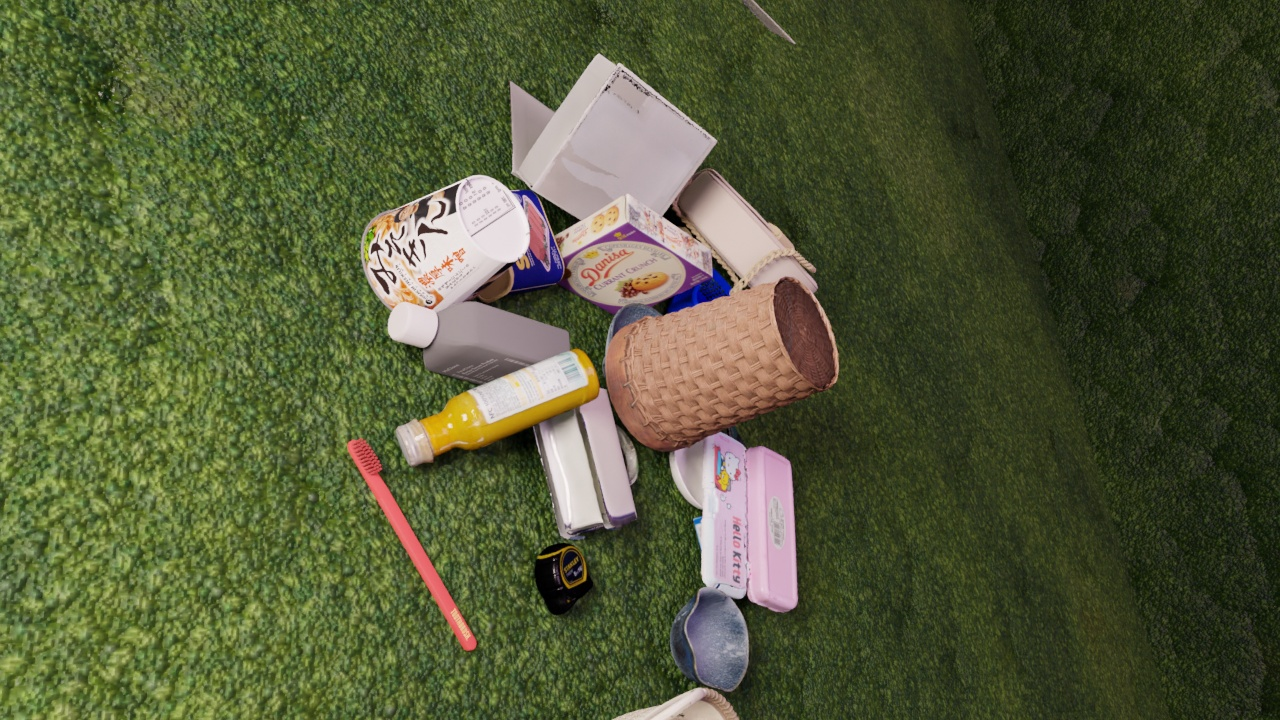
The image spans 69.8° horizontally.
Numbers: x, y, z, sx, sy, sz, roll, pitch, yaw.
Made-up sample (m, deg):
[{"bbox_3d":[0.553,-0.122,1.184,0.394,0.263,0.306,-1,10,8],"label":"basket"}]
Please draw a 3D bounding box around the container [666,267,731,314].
[{"bbox_3d":[0.090,-0.057,1.223,0.114,0.058,0.096,49,41,-23],"label":"container"}]

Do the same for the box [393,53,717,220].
[{"bbox_3d":[-0.121,-0.255,1.151,0.167,0.423,0.173,28,81,-40],"label":"box"}]

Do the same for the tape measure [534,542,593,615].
[{"bbox_3d":[-0.078,0.210,0.898,0.061,0.034,0.061,-21,93,-65],"label":"tape measure"}]

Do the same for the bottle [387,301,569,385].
[{"bbox_3d":[-0.158,-0.016,0.878,0.173,0.084,0.046,18,58,-44],"label":"bottle"}]

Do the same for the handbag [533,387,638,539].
[{"bbox_3d":[-0.050,0.107,0.974,0.175,0.074,0.151,9,65,-70],"label":"handbag"}]

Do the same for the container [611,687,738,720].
[{"bbox_3d":[0.025,0.430,0.822,0.184,0.143,0.246,-7,77,-52],"label":"container"}]

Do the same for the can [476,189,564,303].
[{"bbox_3d":[-0.141,-0.125,0.977,0.092,0.057,0.116,-17,86,-54],"label":"can"}]

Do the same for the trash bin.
[{"bbox_3d":[0.088,-0.002,0.968,0.151,0.211,0.151,27,52,-41],"label":"trash bin"}]

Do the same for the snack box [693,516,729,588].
[{"bbox_3d":[0.131,0.228,1.145,0.151,0.034,0.087,2,70,-50],"label":"snack box"}]

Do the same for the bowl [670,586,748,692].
[{"bbox_3d":[0.069,0.310,1.010,0.110,0.055,0.110,27,52,-40],"label":"bowl"}]

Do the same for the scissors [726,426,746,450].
[{"bbox_3d":[0.092,0.075,1.170,0.202,0.015,0.201,29,41,-46],"label":"scissors"}]

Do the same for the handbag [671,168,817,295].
[{"bbox_3d":[0.142,-0.151,1.253,0.210,0.103,0.208,34,17,-51],"label":"handbag"}]

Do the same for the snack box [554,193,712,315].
[{"bbox_3d":[-0.017,-0.114,1.049,0.148,0.144,0.040,27,52,-40],"label":"snack box"}]

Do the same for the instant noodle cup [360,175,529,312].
[{"bbox_3d":[-0.177,-0.110,0.869,0.123,0.122,0.123,26,53,-41],"label":"instant noodle cup"}]

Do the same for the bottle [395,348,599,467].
[{"bbox_3d":[-0.130,0.045,0.843,0.185,0.053,0.053,-23,90,-22],"label":"bottle"}]

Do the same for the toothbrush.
[{"bbox_3d":[-0.194,0.160,0.795,0.012,0.018,0.212,-37,101,-52],"label":"toothbrush"}]

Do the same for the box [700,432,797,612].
[{"bbox_3d":[0.133,0.191,1.105,0.152,0.038,0.200,30,50,-39],"label":"box"}]

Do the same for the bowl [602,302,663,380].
[{"bbox_3d":[-0.006,0.006,1.072,0.137,0.057,0.136,26,53,-41],"label":"bowl"}]

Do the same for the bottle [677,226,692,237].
[{"bbox_3d":[0.028,-0.150,1.209,0.108,0.044,0.044,-28,94,-54],"label":"bottle"}]

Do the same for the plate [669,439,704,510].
[{"bbox_3d":[0.063,0.136,1.110,0.104,0.026,0.104,38,38,-38],"label":"plate"}]
